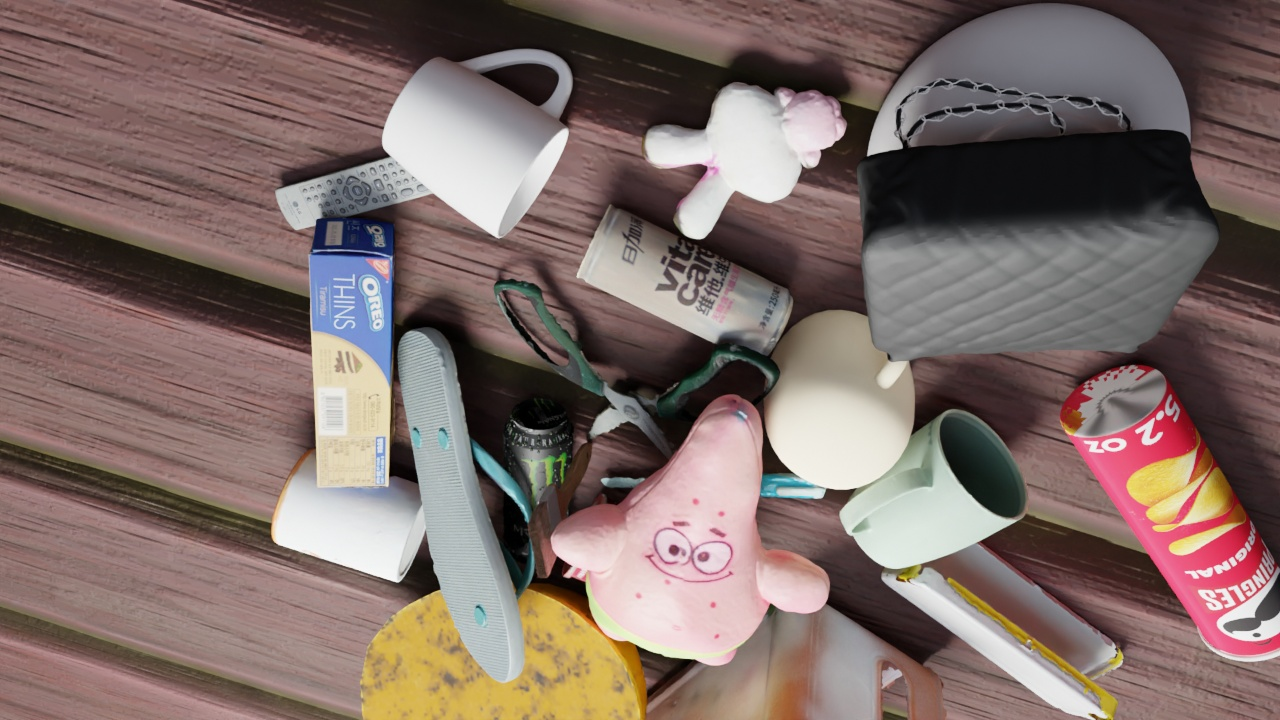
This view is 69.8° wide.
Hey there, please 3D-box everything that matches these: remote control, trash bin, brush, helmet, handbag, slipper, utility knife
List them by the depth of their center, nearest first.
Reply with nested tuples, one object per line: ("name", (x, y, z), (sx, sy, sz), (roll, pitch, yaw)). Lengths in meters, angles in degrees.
("handbag", (0.190, -0.065, 0.477), (0.154, 0.114, 0.125), (-4, 143, 11))
("remote control", (-0.189, -0.119, 0.631), (0.137, 0.013, 0.033), (-10, 119, 18))
("brush", (-0.053, 0.096, 0.658), (0.008, 0.142, 0.045), (-2, 112, 13))
("slipper", (-0.129, 0.105, 0.697), (0.098, 0.054, 0.268), (-14, 91, 48))
("utility knife", (0.055, 0.094, 0.709), (0.177, 0.015, 0.022), (1, 121, 10))
("trash bin", (0.102, 0.330, 0.749), (0.157, 0.181, 0.260), (36, 122, -9))
("helmet", (-0.093, 0.276, 0.782), (0.256, 0.131, 0.205), (-9, 88, 24))

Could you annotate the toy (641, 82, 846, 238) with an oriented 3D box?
("toy", (0.064, -0.128, 0.559), (0.123, 0.037, 0.079), (-19, 104, 22))

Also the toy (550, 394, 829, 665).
("toy", (0.036, 0.125, 0.620), (0.192, 0.096, 0.237), (12, 122, -5))

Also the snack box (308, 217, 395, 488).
("snack box", (-0.209, 0.000, 0.675), (0.057, 0.056, 0.207), (2, 123, -14))

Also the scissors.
("scissors", (-0.004, 0.004, 0.634), (0.204, 0.015, 0.201), (-24, 113, 46))

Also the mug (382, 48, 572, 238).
("mug", (-0.093, -0.147, 0.566), (0.087, 0.081, 0.114), (33, 91, -2))

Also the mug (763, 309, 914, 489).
("mug", (0.136, 0.023, 0.598), (0.096, 0.099, 0.120), (32, 122, -8))

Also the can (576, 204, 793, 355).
("can", (0.030, -0.050, 0.604), (0.135, 0.054, 0.054), (26, 123, -4))

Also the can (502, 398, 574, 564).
("can", (-0.081, 0.098, 0.717), (0.054, 0.053, 0.138), (9, 122, 6))

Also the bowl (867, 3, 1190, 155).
("bowl", (0.220, -0.105, 0.522), (0.177, 0.066, 0.177), (5, 122, 9))

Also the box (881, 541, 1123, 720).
("box", (0.280, 0.205, 0.712), (0.210, 0.069, 0.067), (36, 141, -10))

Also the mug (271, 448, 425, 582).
("mug", (-0.233, 0.126, 0.751), (0.105, 0.082, 0.082), (19, 123, -1))

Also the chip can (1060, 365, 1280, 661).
("chip can", (0.367, 0.105, 0.617), (0.069, 0.069, 0.220), (-31, 110, 26))

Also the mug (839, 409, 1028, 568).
("mug", (0.189, 0.095, 0.631), (0.111, 0.084, 0.104), (2, 145, -38))

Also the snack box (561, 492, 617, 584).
("snack box", (0.007, 0.164, 0.729), (0.121, 0.072, 0.072), (27, 122, -5))
